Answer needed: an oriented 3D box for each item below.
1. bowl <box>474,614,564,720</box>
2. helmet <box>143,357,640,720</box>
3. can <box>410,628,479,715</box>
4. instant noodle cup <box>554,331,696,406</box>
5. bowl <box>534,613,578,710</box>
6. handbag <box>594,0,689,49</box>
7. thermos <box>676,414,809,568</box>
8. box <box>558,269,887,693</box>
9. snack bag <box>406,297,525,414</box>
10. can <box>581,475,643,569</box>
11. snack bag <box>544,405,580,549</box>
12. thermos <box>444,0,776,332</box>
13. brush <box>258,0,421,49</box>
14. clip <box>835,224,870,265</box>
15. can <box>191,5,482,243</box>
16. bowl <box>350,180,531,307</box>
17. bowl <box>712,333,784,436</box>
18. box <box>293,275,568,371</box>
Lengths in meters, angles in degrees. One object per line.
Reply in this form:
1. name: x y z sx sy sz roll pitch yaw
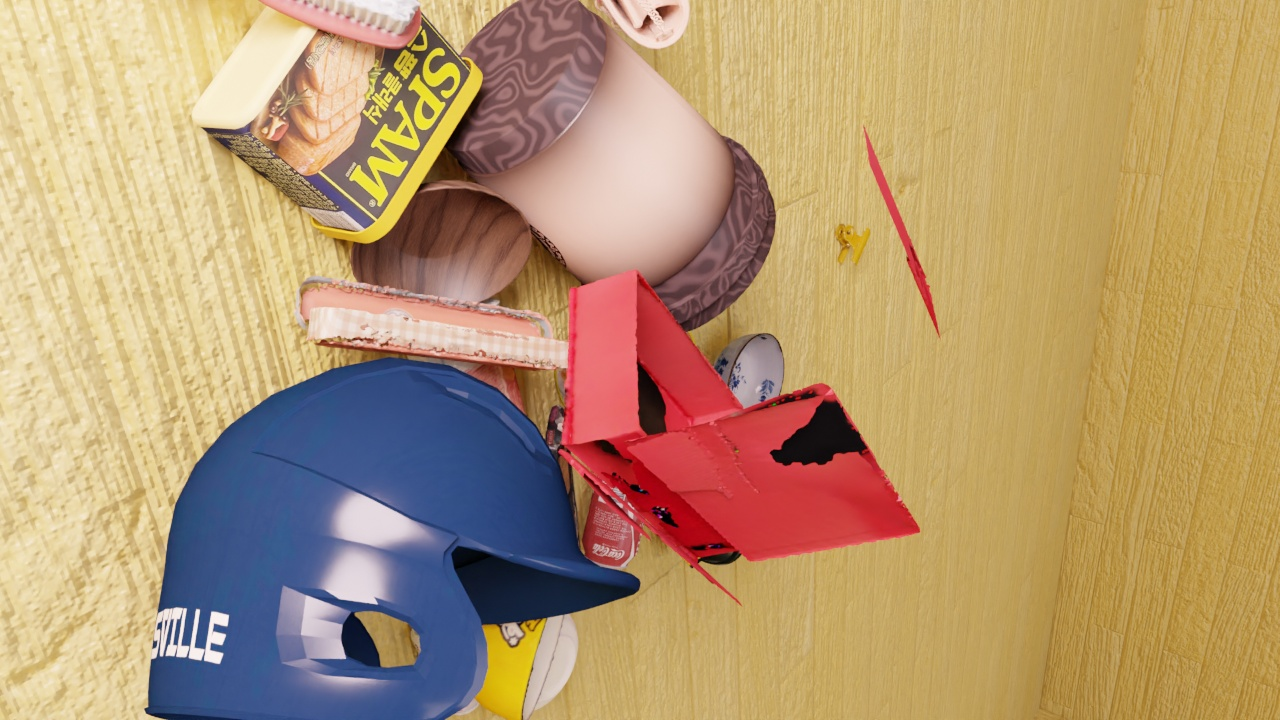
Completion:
1. bowl: -0.103 0.215 0.716 0.117 0.067 0.117 17 88 -84
2. helmet: -0.133 0.112 0.553 0.272 0.233 0.222 18 61 -22
3. can: -0.156 0.244 0.740 0.032 0.032 0.095 -42 132 -36
4. instant noodle cup: -0.005 0.005 0.804 0.108 0.102 0.102 -36 129 -50
5. bowl: -0.096 0.261 0.808 0.104 0.054 0.105 -22 119 -48
6. handbag: 0.037 -0.305 0.617 0.187 0.198 0.116 -28 124 8
7. thermos: 0.109 0.141 1.006 0.220 0.098 0.098 -38 130 -47
8. box: 0.065 0.133 0.574 0.107 0.409 0.211 -34 138 6
9. snack bag: -0.123 0.064 0.715 0.077 0.041 0.225 -37 128 -40
10. can: -0.022 0.142 0.861 0.054 0.054 0.096 9 95 -53
11. snack bag: -0.066 0.122 0.793 0.074 0.018 0.155 -90 176 -66
12. thermos: -0.024 -0.140 0.672 0.226 0.173 0.172 37 73 -45
13. brush: -0.194 -0.202 0.459 0.172 0.030 0.041 13 79 -19
14. clip: 0.262 -0.152 1.156 0.048 0.045 0.054 29 76 -8
15. can: -0.175 -0.156 0.539 0.104 0.075 0.135 44 67 -47
16. bowl: -0.135 -0.082 0.617 0.119 0.032 0.119 -14 147 -10
17. bowl: 0.107 0.022 0.991 0.114 0.045 0.114 -22 119 -47
18. box: -0.129 -0.022 0.609 0.186 0.078 0.054 8 127 -38
